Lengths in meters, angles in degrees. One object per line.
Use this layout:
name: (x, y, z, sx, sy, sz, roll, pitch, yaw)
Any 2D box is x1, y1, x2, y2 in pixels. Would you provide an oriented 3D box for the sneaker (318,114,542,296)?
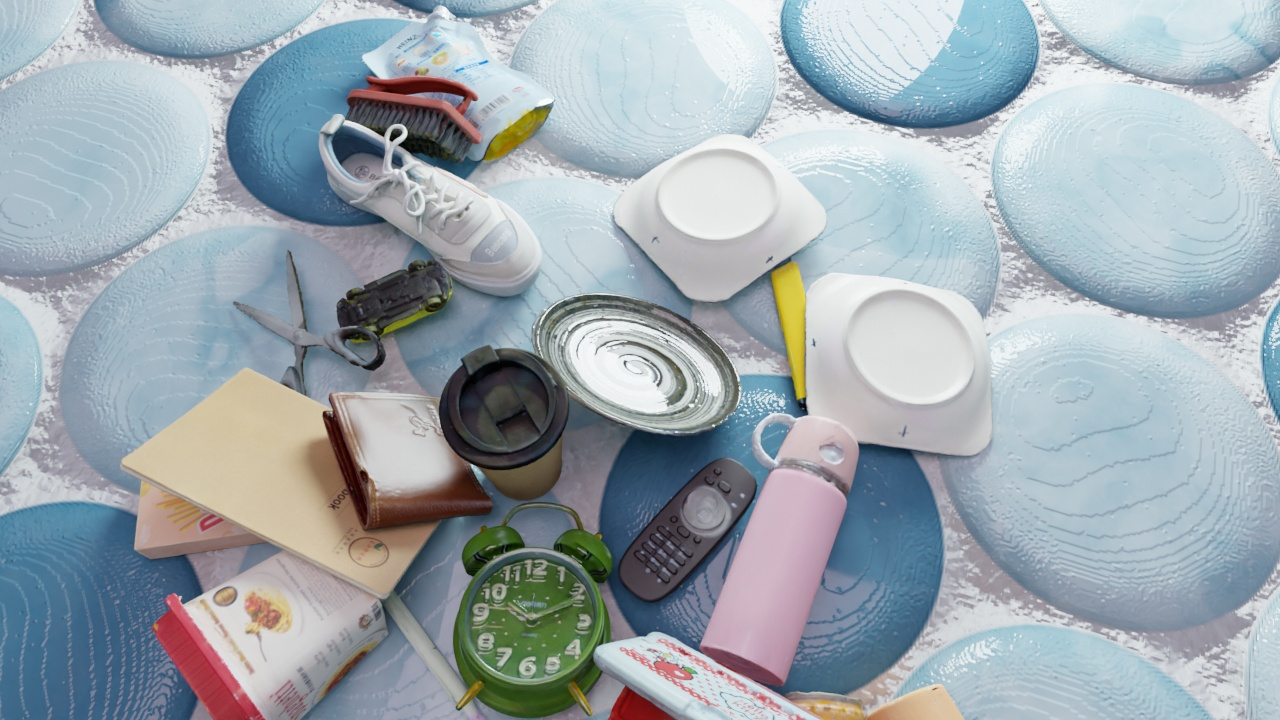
sneaker: (-0.191, -0.148, 0.827, 0.242, 0.091, 0.089, 31, 69, 15)

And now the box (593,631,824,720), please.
box: (0.055, 0.245, 0.581, 0.202, 0.100, 0.095, 20, 73, 36)

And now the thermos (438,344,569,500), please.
thermos: (-0.096, 0.054, 0.694, 0.093, 0.143, 0.093, 0, 64, 1)

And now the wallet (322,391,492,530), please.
wallet: (-0.181, 0.075, 0.712, 0.101, 0.032, 0.124, 1, 43, -40)

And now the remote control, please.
remote control: (0.037, 0.133, 0.719, 0.053, 0.024, 0.136, 39, 69, 20)

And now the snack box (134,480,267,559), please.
snack box: (-0.319, 0.105, 0.737, 0.157, 0.026, 0.084, -8, 63, -4)

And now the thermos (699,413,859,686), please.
thermos: (0.102, 0.133, 0.692, 0.087, 0.067, 0.198, 26, 67, -3)

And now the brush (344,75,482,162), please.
brush: (-0.222, -0.238, 0.878, 0.146, 0.063, 0.069, 16, 79, 28)

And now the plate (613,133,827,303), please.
plate: (0.072, -0.144, 0.844, 0.163, 0.034, 0.164, -35, 62, -14)

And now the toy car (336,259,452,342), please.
toy car: (-0.214, -0.050, 0.808, 0.105, 0.032, 0.048, -26, 68, -3)

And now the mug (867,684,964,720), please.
mug: (0.205, 0.287, 0.614, 0.078, 0.078, 0.122, -19, 59, -9)

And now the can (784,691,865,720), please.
can: (0.122, 0.302, 0.613, 0.058, 0.058, 0.145, 4, 63, 3)

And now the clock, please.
clock: (-0.078, 0.178, 0.673, 0.116, 0.056, 0.161, 4, 55, -3)

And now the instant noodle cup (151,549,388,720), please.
instant noodle cup: (-0.254, 0.196, 0.650, 0.124, 0.117, 0.116, -36, 67, -29)

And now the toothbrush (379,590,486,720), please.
toothbrush: (-0.139, 0.235, 0.674, 0.189, 0.020, 0.029, 44, 104, 21)

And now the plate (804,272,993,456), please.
plate: (0.221, -0.005, 0.771, 0.164, 0.034, 0.163, 7, 63, -4)

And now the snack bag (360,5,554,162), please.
snack bag: (-0.184, -0.282, 0.923, 0.110, 0.039, 0.191, -45, 70, -7)

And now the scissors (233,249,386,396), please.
scissors: (-0.290, -0.020, 0.791, 0.159, 0.014, 0.181, -8, 71, 15)

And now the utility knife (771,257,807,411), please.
utility knife: (0.137, -0.051, 0.815, 0.033, 0.015, 0.223, -4, 63, -6)

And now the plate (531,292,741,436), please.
plate: (-0.004, 0.004, 0.751, 0.179, 0.024, 0.179, 15, 35, -12)

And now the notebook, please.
notebook: (-0.249, 0.084, 0.691, 0.207, 0.008, 0.147, 26, 31, 1)
